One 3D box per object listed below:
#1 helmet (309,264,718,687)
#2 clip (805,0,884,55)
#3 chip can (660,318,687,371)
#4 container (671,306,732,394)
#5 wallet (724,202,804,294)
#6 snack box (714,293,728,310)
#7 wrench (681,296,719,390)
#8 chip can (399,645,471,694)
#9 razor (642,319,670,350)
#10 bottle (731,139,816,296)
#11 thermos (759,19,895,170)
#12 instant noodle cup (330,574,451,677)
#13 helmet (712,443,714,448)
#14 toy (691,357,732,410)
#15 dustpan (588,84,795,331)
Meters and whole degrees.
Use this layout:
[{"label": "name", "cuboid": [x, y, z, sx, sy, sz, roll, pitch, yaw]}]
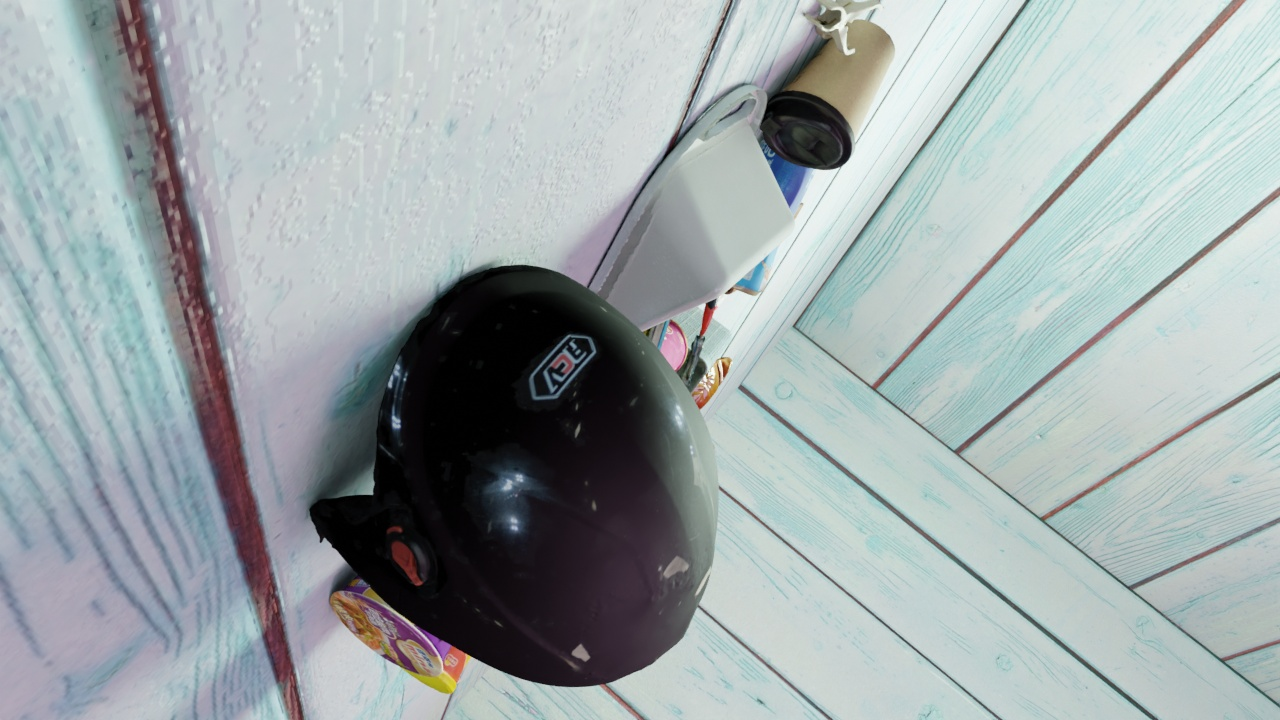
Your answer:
[{"label": "helmet", "cuboid": [-0.060, 0.078, 0.600, 0.232, 0.230, 0.275, -46, 150, -36]}, {"label": "clip", "cuboid": [0.178, -0.306, 0.788, 0.092, 0.035, 0.103, -48, 164, 8]}, {"label": "chip can", "cuboid": [-0.006, 0.005, 0.938, 0.071, 0.071, 0.210, -54, 176, 18]}, {"label": "container", "cuboid": [0.054, -0.011, 1.185, 0.090, 0.090, 0.111, -57, 172, 35]}, {"label": "wallet", "cuboid": [0.142, -0.132, 1.061, 0.115, 0.020, 0.101, -58, 167, 26]}, {"label": "snack box", "cuboid": [0.103, -0.122, 1.108, 0.113, 0.044, 0.127, -51, 170, 4]}, {"label": "wrench", "cuboid": [0.083, -0.078, 1.021, 0.056, 0.016, 0.274, -73, 180, -76]}, {"label": "chip can", "cuboid": [-0.154, 0.205, 0.884, 0.216, 0.073, 0.073, -59, 176, -29]}, {"label": "razor", "cuboid": [0.020, -0.044, 0.925, 0.132, 0.028, 0.043, -64, 169, -71]}, {"label": "bottle", "cuboid": [0.137, -0.177, 0.943, 0.219, 0.065, 0.065, -67, 168, 10]}, {"label": "thermos", "cuboid": [0.181, -0.250, 0.865, 0.143, 0.093, 0.093, -57, 173, -19]}, {"label": "instant noodle cup", "cuboid": [-0.190, 0.197, 0.787, 0.099, 0.111, 0.112, -56, 176, -36]}, {"label": "helmet", "cuboid": [-0.042, 0.112, 1.051, 0.206, 0.144, 0.240, -44, -175, -13]}, {"label": "toy", "cuboid": [0.047, 0.059, 1.345, 0.140, 0.130, 0.199, 26, 94, -42]}, {"label": "dustpan", "cuboid": [0.024, -0.125, 0.827, 0.258, 0.142, 0.222, -20, -166, 41]}]
